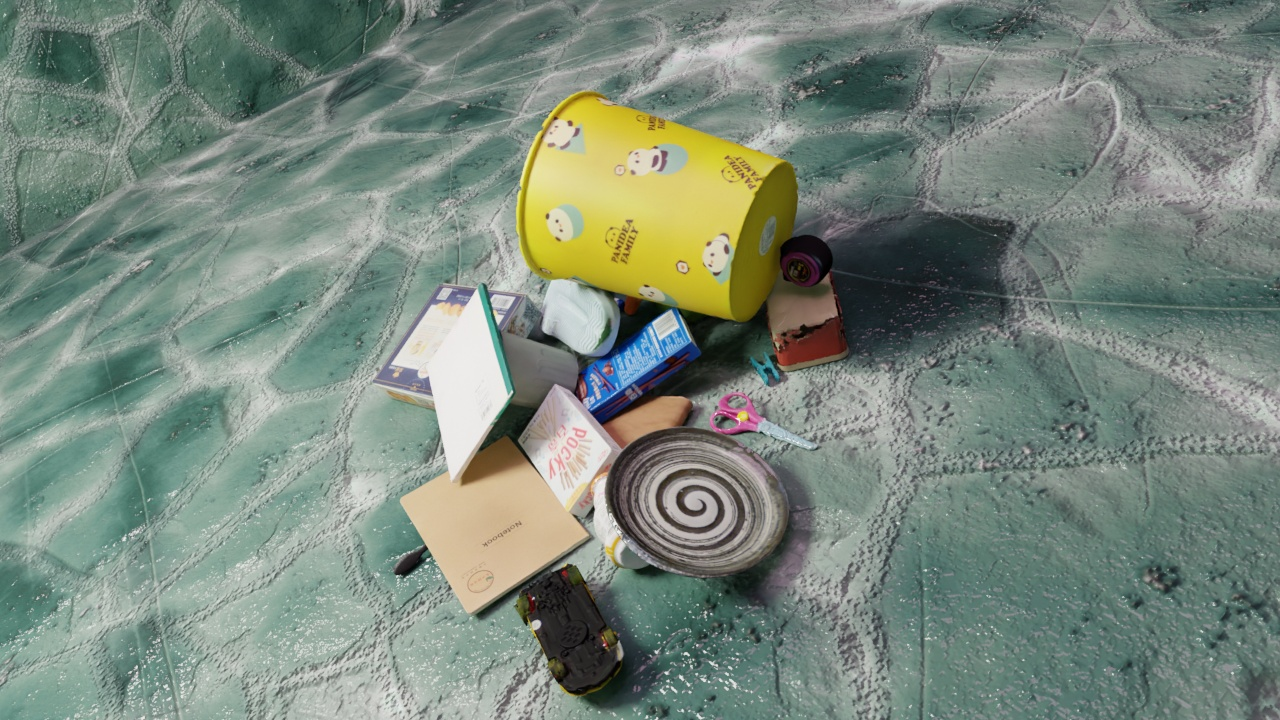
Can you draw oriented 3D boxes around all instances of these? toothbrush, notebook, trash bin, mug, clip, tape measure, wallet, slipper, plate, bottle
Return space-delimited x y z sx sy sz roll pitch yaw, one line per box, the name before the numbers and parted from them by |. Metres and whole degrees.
toothbrush | -0.207 0.177 1.045 0.189 0.014 0.016 -42 15 -25
notebook | -0.206 0.022 1.099 0.151 0.012 0.209 -53 38 25
trash bin | 0.027 -0.168 1.051 0.255 0.230 0.228 20 52 23
mug | -0.147 0.011 1.131 0.124 0.103 0.084 27 99 62
clip | 0.145 0.010 1.069 0.043 0.014 0.056 -22 35 1
tape measure | 0.189 -0.114 1.045 0.058 0.057 0.039 15 46 35
wallet | -0.008 0.080 1.057 0.115 0.020 0.101 2 44 34
notebook | -0.166 0.173 1.013 0.147 0.008 0.207 -31 41 -16
slipper | -0.069 -0.064 1.196 0.074 0.104 0.245 14 11 -24
plate | 0.052 0.137 0.883 0.179 0.024 0.179 5 43 -5
bottle | -0.018 0.158 0.926 0.063 0.063 0.108 -27 37 -6

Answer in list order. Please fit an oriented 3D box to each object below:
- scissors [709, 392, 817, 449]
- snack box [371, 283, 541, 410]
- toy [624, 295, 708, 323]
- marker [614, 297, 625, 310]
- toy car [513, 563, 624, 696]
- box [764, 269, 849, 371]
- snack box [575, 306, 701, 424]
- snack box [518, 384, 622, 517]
scissors | 0.135 0.071 0.996 0.133 0.017 0.057 20 68 38
snack box | -0.252 -0.017 1.252 0.178 0.046 0.182 10 61 37
toy | 0.064 -0.120 1.200 0.227 0.090 0.246 -30 41 21
marker | -0.075 -0.092 1.308 0.146 0.017 0.016 18 53 42
toy car | -0.065 0.251 0.853 0.071 0.041 0.156 -31 36 -10
box | 0.189 -0.073 1.096 0.091 0.077 0.168 -13 37 11
snack box | -0.006 0.006 1.089 0.157 0.026 0.084 -35 33 11
snack box | -0.080 0.098 1.034 0.085 0.027 0.157 -56 38 7
